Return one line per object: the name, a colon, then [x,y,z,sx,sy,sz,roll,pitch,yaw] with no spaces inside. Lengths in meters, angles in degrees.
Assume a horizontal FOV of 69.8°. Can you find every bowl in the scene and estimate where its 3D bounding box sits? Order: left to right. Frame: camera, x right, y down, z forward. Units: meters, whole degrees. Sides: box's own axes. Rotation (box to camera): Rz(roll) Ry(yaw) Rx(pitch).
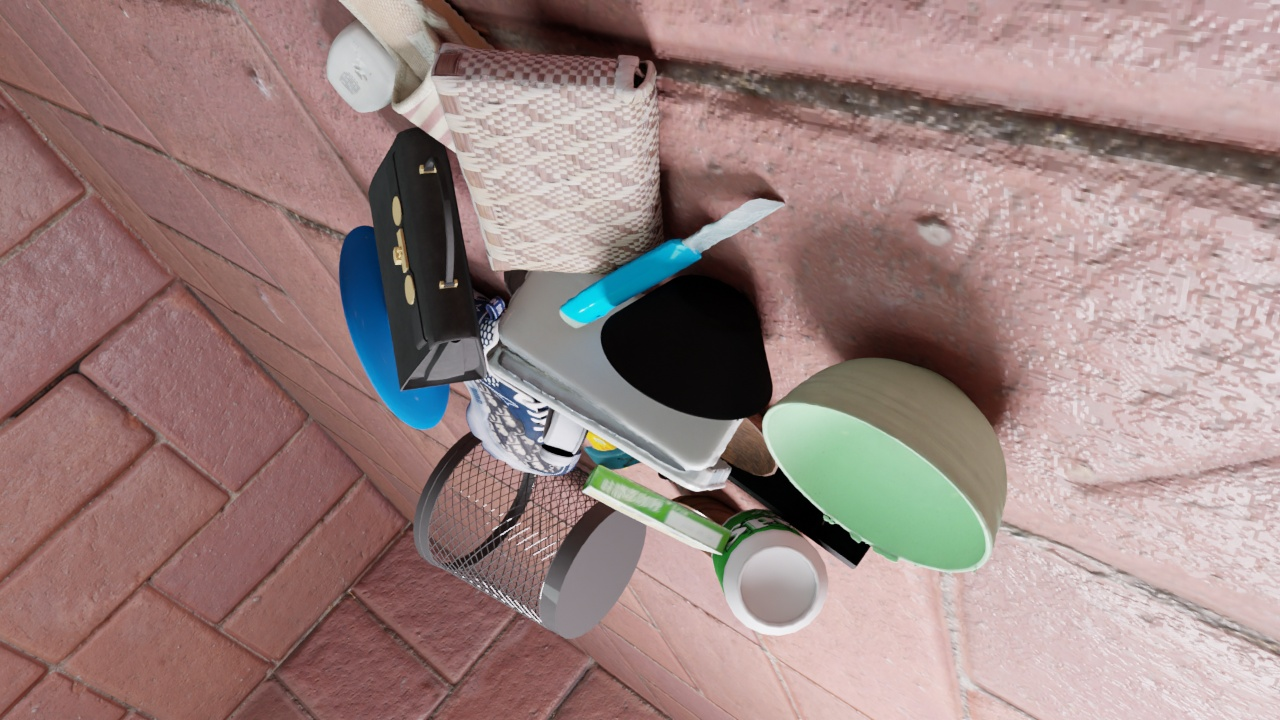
bowl: [0.040,-0.021,0.609,0.124,0.123,0.053,34,125,18]
bowl: [0.083,0.178,0.979,0.119,0.032,0.119,35,158,16]
bowl: [0.072,0.047,0.755,0.114,0.026,0.102,32,156,22]
bowl: [0.156,0.052,0.553,0.151,0.076,0.151,35,158,16]

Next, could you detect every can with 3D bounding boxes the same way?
can: [0.112,0.185,0.820,0.088,0.088,0.140,42,180,-1]

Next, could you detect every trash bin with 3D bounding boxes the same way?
trash bin: [-0.139,0.225,1.211,0.227,0.217,0.218,25,154,27]

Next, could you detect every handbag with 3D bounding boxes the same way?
handbag: [-0.156,-0.086,0.698,0.196,0.072,0.175,141,118,-69]
handbag: [-0.048,-0.117,0.570,0.124,0.046,0.186,4,150,6]

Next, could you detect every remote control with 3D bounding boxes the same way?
remote control: [-0.210,-0.225,0.707,0.060,0.028,0.114,49,158,-18]
remote control: [0.129,0.119,0.785,0.150,0.034,0.013,35,158,16]

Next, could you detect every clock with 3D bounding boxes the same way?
clock: [-0.068,0.048,0.876,0.035,0.094,0.123,18,121,-10]

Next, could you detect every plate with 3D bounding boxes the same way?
plate: [-0.247,-0.038,0.972,0.224,0.024,0.224,-16,-91,-80]

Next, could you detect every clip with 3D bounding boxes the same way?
clip: [0.010,0.061,0.837,0.122,0.120,0.033,-10,134,23]

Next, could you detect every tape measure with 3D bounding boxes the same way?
tape measure: [-0.027,0.089,0.998,0.068,0.030,0.059,13,145,54]

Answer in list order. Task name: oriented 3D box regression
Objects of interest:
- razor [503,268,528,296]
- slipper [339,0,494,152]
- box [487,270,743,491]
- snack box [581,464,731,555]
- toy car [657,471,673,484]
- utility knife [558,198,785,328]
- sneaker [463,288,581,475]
razor: [-0.051,-0.044,0.778,0.116,0.047,0.088,17,149,32]
slipper: [-0.140,-0.195,0.615,0.263,0.052,0.115,47,159,-13]
box: [-0.005,0.014,0.725,0.210,0.129,0.105,35,-174,17]
snack box: [0.010,0.141,0.871,0.132,0.027,0.168,27,169,-1]
toy car: [0.004,0.069,0.898,0.113,0.038,0.039,41,133,-2]
utility knife: [0.010,-0.060,0.595,0.031,0.015,0.221,22,153,-32]
sneaker: [-0.122,0.031,0.974,0.133,0.103,0.269,9,139,44]
